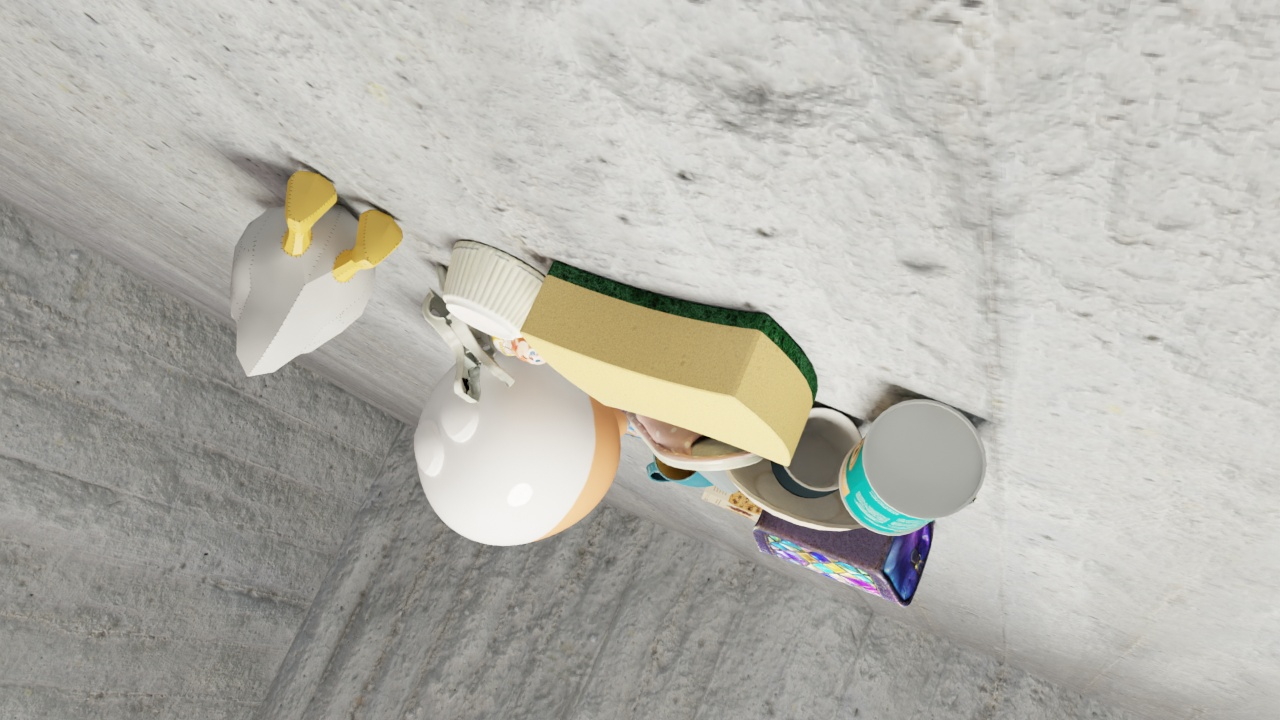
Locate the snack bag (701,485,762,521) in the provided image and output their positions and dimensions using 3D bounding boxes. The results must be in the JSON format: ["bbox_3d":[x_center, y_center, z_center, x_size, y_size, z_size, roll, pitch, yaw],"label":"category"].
[{"bbox_3d":[0.203,0.213,1.390,0.206,0.069,0.094,22,167,7],"label":"snack bag"}]

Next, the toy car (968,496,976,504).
[{"bbox_3d":[0.298,0.123,0.960,0.107,0.030,0.049,21,165,24],"label":"toy car"}]

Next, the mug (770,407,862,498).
[{"bbox_3d":[0.168,0.085,0.954,0.121,0.085,0.094,50,172,12],"label":"mug"}]

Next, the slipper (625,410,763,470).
[{"bbox_3d":[0.053,0.067,1.036,0.114,0.054,0.274,-11,-167,-19],"label":"slipper"}]

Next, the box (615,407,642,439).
[{"bbox_3d":[-0.015,0.099,1.420,0.159,0.035,0.231,32,166,-38],"label":"box"}]

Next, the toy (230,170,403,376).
[{"bbox_3d":[-0.366,-0.089,0.985,0.141,0.246,0.268,31,143,-25],"label":"toy"}]

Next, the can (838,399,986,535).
[{"bbox_3d":[0.238,0.100,0.821,0.099,0.099,0.144,22,167,10],"label":"can"}]

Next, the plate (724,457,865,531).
[{"bbox_3d":[0.180,0.145,1.034,0.188,0.027,0.188,13,-159,-5],"label":"plate"}]

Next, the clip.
[{"bbox_3d":[-0.203,-0.024,1.061,0.081,0.147,0.125,-20,159,7],"label":"clip"}]

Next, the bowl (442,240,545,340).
[{"bbox_3d":[-0.149,-0.065,0.932,0.115,0.062,0.115,23,167,5],"label":"bowl"}]

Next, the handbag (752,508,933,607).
[{"bbox_3d":[0.265,0.223,1.202,0.205,0.125,0.222,17,163,26],"label":"handbag"}]

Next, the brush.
[{"bbox_3d":[0.032,0.006,0.864,0.250,0.075,0.195,17,165,28],"label":"brush"}]

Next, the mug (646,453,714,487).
[{"bbox_3d":[0.065,0.145,1.308,0.112,0.084,0.104,-26,153,21],"label":"mug"}]

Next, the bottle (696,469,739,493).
[{"bbox_3d":[0.098,0.118,1.196,0.046,0.072,0.161,18,166,32],"label":"bottle"}]

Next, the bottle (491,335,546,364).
[{"bbox_3d":[-0.111,-0.025,1.021,0.109,0.063,0.063,17,165,26],"label":"bottle"}]

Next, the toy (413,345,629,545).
[{"bbox_3d":[-0.154,0.107,1.213,0.280,0.263,0.265,12,-138,-46],"label":"toy"}]
